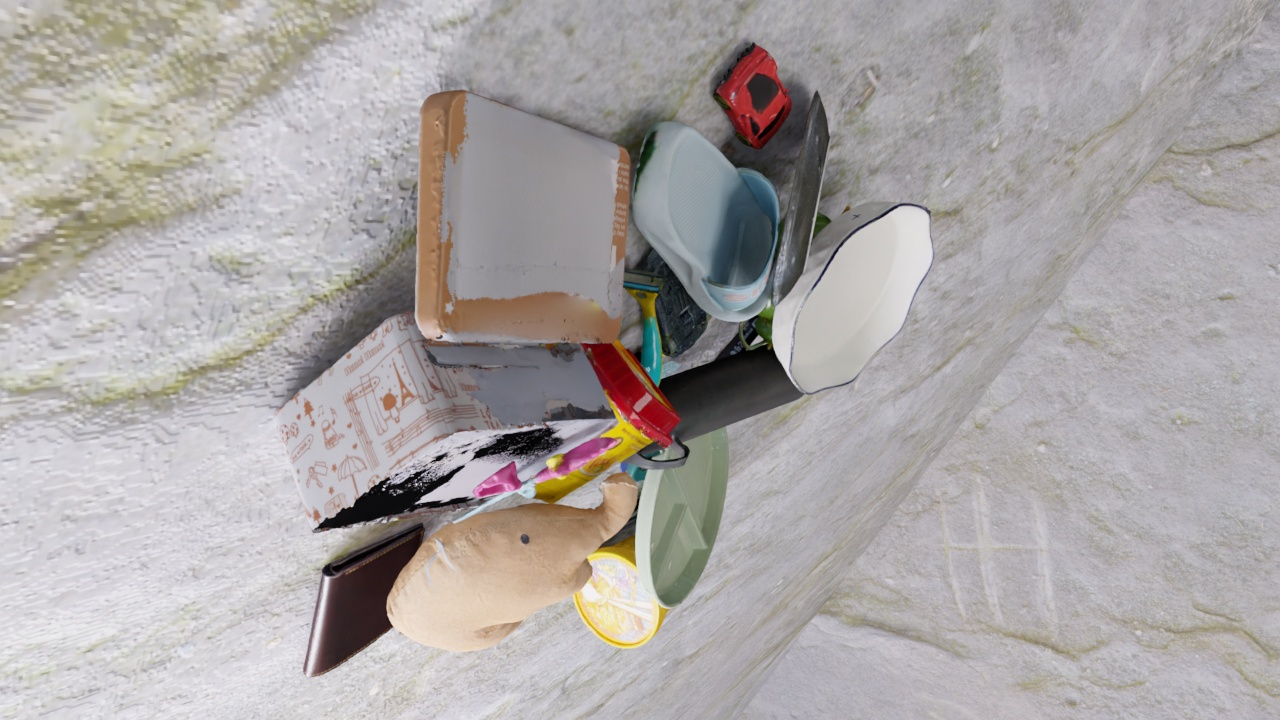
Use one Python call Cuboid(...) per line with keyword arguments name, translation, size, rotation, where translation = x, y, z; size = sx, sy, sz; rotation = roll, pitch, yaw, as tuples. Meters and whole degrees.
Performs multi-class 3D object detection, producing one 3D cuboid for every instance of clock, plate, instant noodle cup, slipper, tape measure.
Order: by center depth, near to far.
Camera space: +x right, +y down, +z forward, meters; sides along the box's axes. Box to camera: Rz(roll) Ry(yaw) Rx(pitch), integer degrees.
Cuboid(name="slipper", translation=(0.067, -0.102, 0.699), size=(0.245, 0.074, 0.104), rotation=(33, 71, -62))
Cuboid(name="instant noodle cup", translation=(-0.052, 0.041, 0.706), size=(0.124, 0.116, 0.116), rotation=(-39, 156, 4))
Cuboid(name="plate", translation=(0.137, -0.130, 0.761), size=(0.179, 0.024, 0.179), rotation=(14, 89, -81))
Cuboid(name="plate", translation=(0.202, -0.064, 0.887), size=(0.204, 0.045, 0.205), rotation=(-29, 139, -29))
Cuboid(name="clock", translation=(0.153, -0.075, 0.911), size=(0.161, 0.056, 0.116), rotation=(-44, 144, -8))
Cuboid(name="tape measure", translation=(0.004, 0.106, 0.981), size=(0.054, 0.025, 0.058), rotation=(-7, 131, -57))
Cuboid(name="plate", translation=(0.048, 0.157, 1.013), size=(0.230, 0.027, 0.230), rotation=(10, 90, -67))
Cuboid(name="instant noodle cup", translation=(-0.002, 0.261, 1.093), size=(0.114, 0.118, 0.119), rotation=(-25, 146, -56))

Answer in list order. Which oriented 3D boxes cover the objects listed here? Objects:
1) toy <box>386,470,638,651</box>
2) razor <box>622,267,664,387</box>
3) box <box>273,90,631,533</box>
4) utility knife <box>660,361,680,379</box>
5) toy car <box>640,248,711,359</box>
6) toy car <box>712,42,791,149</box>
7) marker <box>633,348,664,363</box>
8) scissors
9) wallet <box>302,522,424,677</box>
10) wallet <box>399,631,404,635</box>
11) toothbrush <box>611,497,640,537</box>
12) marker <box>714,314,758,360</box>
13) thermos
Cuboid(name="toy", translation=(-0.100, 0.155, 0.702), size=(0.227, 0.082, 0.143), rotation=(-38, 147, 28))
Cuboid(name="razor", translation=(0.005, -0.021, 0.756), size=(0.133, 0.043, 0.028), rotation=(82, 23, -43))
Cuboid(name="box", translation=(-0.090, -0.013, 0.556), size=(0.179, 0.133, 0.272), rotation=(1, 121, -59))
Cuboid(name="utility knife", translation=(-0.050, 0.052, 0.789), size=(0.208, 0.021, 0.031), rotation=(-26, 146, -13))
Cuboid(name="toy car", translation=(0.027, -0.053, 0.782), size=(0.054, 0.037, 0.121), rotation=(-41, 144, -20))
Cuboid(name="toy car", translation=(0.090, -0.194, 0.691), size=(0.049, 0.031, 0.106), rotation=(-50, 157, 3))
Cuboid(name="marker", translation=(-0.005, 0.005, 0.830), size=(0.123, 0.018, 0.015), rotation=(-40, 154, -18))
Cuboid(name="scissors", translation=(-0.078, 0.081, 0.597), size=(0.134, 0.017, 0.131), rotation=(-29, 167, 23))
Cuboid(name="wallet", translation=(-0.222, 0.192, 0.739), size=(0.096, 0.020, 0.123), rotation=(-26, 145, -50))
Cuboid(name="wallet", translation=(-0.156, 0.204, 0.839), size=(0.119, 0.035, 0.130), rotation=(-58, 155, 9))
Cuboid(name="toothbrush", translation=(-0.035, 0.186, 1.031), size=(0.212, 0.026, 0.027), rotation=(-19, 107, -45))
Cuboid(name="marker", translation=(0.121, -0.035, 0.980), size=(0.132, 0.020, 0.022), rotation=(-50, 161, 0))
Cuboid(name="thermos", translation=(0.070, 0.047, 0.901), size=(0.241, 0.090, 0.069), rotation=(-18, 147, -38))
